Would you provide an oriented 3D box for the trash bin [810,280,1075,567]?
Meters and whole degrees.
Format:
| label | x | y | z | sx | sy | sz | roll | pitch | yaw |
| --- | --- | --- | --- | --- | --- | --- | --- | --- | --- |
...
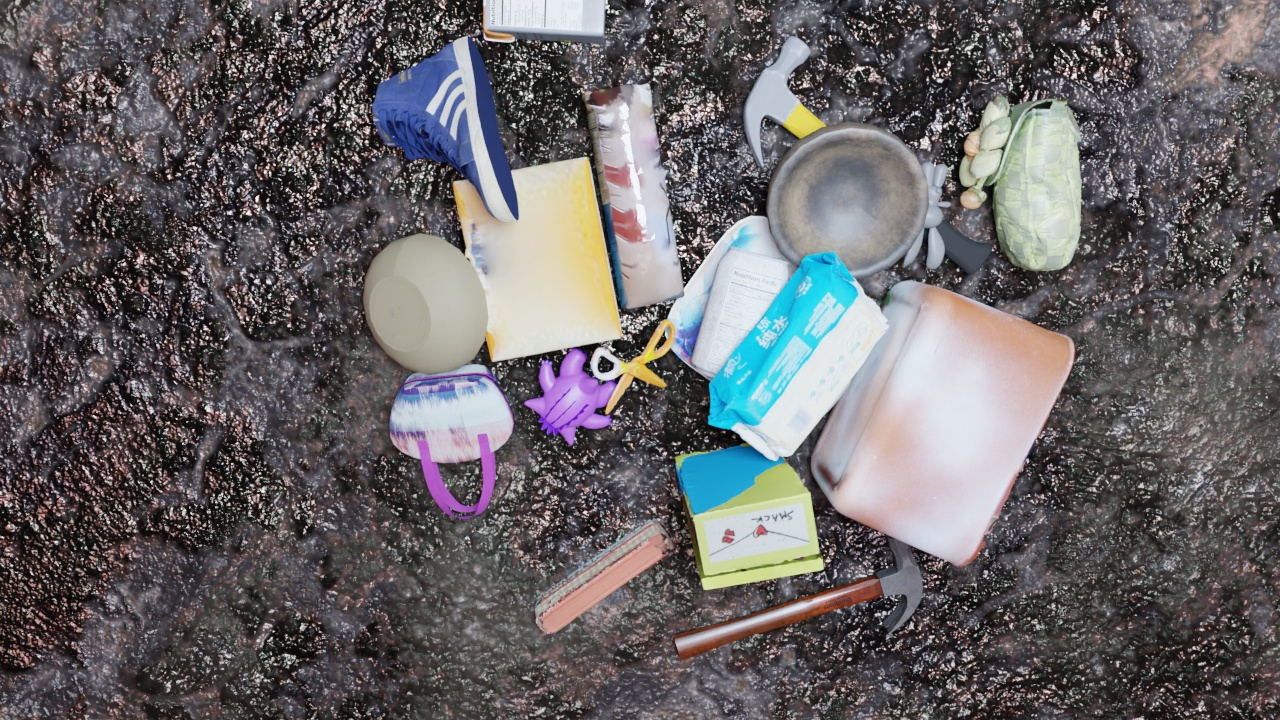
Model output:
| label | x | y | z | sx | sy | sz | roll | pitch | yaw |
| --- | --- | --- | --- | --- | --- | --- | --- | --- | --- |
| trash bin | 0.304 | 0.054 | 0.972 | 0.157 | 0.181 | 0.260 | 23 | 99 | -4 |

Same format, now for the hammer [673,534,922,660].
| label | x | y | z | sx | sy | sz | roll | pitch | yaw |
| --- | --- | --- | --- | --- | --- | --- | --- | --- | --- |
| hammer | 0.186 | 0.297 | 1.087 | 0.301 | 0.028 | 0.111 | -18 | 99 | 2 |

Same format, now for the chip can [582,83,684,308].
| label | x | y | z | sx | sy | sz | roll | pitch | yaw |
| --- | --- | --- | --- | --- | --- | --- | --- | --- | --- |
| chip can | -0.006 | -0.172 | 0.973 | 0.080 | 0.079 | 0.229 | -10 | 101 | 0 |

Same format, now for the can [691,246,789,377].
| label | x | y | z | sx | sy | sz | roll | pitch | yaw |
| --- | --- | --- | --- | --- | --- | --- | --- | --- | --- |
| can | 0.108 | -0.048 | 0.979 | 0.078 | 0.078 | 0.136 | 14 | 100 | -4 |

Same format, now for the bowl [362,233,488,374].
| label | x | y | z | sx | sy | sz | roll | pitch | yaw |
| --- | --- | --- | --- | --- | --- | --- | --- | --- | --- |
| bowl | -0.237 | -0.054 | 0.967 | 0.152 | 0.050 | 0.152 | 9 | 110 | 26 |

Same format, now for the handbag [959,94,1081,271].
| label | x | y | z | sx | sy | sz | roll | pitch | yaw |
| --- | --- | --- | --- | --- | --- | --- | --- | --- | --- |
| handbag | 0.395 | -0.186 | 0.966 | 0.117 | 0.113 | 0.186 | -3 | 101 | 6 |

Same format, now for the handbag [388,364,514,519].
| label | x | y | z | sx | sy | sz | roll | pitch | yaw |
| --- | --- | --- | --- | --- | --- | --- | --- | --- | --- |
| handbag | -0.206 | 0.096 | 1.029 | 0.144 | 0.068 | 0.170 | -6 | 107 | 0 |

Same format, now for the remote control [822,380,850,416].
| label | x | y | z | sx | sy | sz | roll | pitch | yaw |
| --- | --- | --- | --- | --- | --- | --- | --- | --- | --- |
| remote control | 0.179 | 0.040 | 1.011 | 0.114 | 0.028 | 0.060 | -44 | 71 | 10 |

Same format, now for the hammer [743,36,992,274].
| label | x | y | z | sx | sy | sz | roll | pitch | yaw |
| --- | --- | --- | --- | --- | --- | --- | --- | --- | --- |
| hammer | 0.249 | -0.200 | 1.001 | 0.323 | 0.029 | 0.127 | 36 | 98 | -8 |

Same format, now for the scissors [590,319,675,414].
| label | x | y | z | sx | sy | sz | roll | pitch | yaw |
| --- | --- | --- | --- | --- | --- | --- | --- | --- | --- |
| scissors | -0.008 | 0.006 | 1.000 | 0.129 | 0.011 | 0.125 | 21 | 105 | -46 |

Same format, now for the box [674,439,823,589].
| label | x | y | z | sx | sy | sz | roll | pitch | yaw |
| --- | --- | --- | --- | --- | --- | --- | --- | --- | --- |
| box | 0.106 | 0.153 | 0.964 | 0.124 | 0.221 | 0.082 | -11 | 98 | -2 |

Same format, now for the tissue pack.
| label | x | y | z | sx | sy | sz | roll | pitch | yaw |
| --- | --- | --- | --- | --- | --- | --- | --- | --- | --- |
| tissue pack | 0.159 | 0.001 | 0.937 | 0.117 | 0.066 | 0.209 | 37 | 88 | -34 |

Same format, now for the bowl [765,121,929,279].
| label | x | y | z | sx | sy | sz | roll | pitch | yaw |
| --- | --- | --- | --- | --- | --- | --- | --- | --- | --- |
| bowl | 0.211 | -0.169 | 0.953 | 0.162 | 0.070 | 0.162 | 2 | 117 | 4 |

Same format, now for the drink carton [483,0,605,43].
| label | x | y | z | sx | sy | sz | roll | pitch | yaw |
| --- | --- | --- | --- | --- | --- | --- | --- | --- | --- |
| drink carton | -0.099 | -0.367 | 0.950 | 0.125 | 0.048 | 0.076 | 2 | 100 | -2 |

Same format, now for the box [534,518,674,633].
| label | x | y | z | sx | sy | sz | roll | pitch | yaw |
| --- | --- | --- | --- | --- | --- | --- | --- | --- | --- |
| box | -0.043 | 0.252 | 1.063 | 0.187 | 0.058 | 0.060 | -37 | 67 | 4 |

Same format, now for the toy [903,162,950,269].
| label | x | y | z | sx | sy | sz | roll | pitch | yaw |
| --- | --- | --- | --- | --- | --- | --- | --- | --- | --- |
| toy | 0.309 | -0.155 | 0.984 | 0.049 | 0.030 | 0.112 | 3 | 96 | -18 |

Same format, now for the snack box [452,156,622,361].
| label | x | y | z | sx | sy | sz | roll | pitch | yaw |
| --- | --- | --- | --- | --- | --- | --- | --- | --- | --- |
| snack box | -0.108 | -0.107 | 0.980 | 0.145 | 0.080 | 0.195 | -11 | 100 | 1 |

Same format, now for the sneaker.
| label | x | y | z | sx | sy | sz | roll | pitch | yaw |
| --- | --- | --- | --- | --- | --- | --- | --- | --- | --- |
| sneaker | -0.204 | -0.218 | 0.913 | 0.118 | 0.091 | 0.232 | -19 | 63 | 6 |

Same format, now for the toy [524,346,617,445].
| label | x | y | z | sx | sy | sz | roll | pitch | yaw |
| --- | --- | --- | --- | --- | --- | --- | --- | --- | --- |
| toy | -0.076 | 0.043 | 1.020 | 0.106 | 0.056 | 0.088 | 43 | 97 | -12 |

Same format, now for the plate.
| label | x | y | z | sx | sy | sz | roll | pitch | yaw |
| --- | --- | --- | --- | --- | --- | --- | --- | --- | --- |
| plate | 0.139 | -0.049 | 1.029 | 0.187 | 0.016 | 0.187 | 35 | 98 | -7 |
